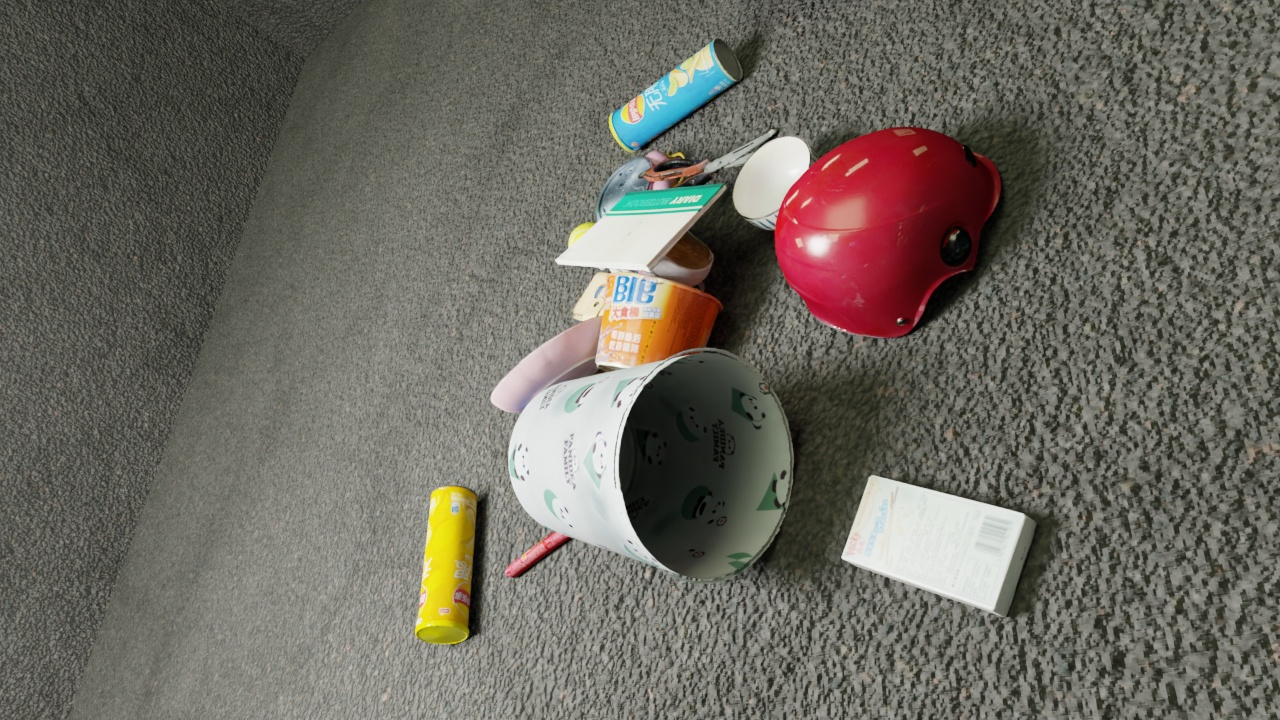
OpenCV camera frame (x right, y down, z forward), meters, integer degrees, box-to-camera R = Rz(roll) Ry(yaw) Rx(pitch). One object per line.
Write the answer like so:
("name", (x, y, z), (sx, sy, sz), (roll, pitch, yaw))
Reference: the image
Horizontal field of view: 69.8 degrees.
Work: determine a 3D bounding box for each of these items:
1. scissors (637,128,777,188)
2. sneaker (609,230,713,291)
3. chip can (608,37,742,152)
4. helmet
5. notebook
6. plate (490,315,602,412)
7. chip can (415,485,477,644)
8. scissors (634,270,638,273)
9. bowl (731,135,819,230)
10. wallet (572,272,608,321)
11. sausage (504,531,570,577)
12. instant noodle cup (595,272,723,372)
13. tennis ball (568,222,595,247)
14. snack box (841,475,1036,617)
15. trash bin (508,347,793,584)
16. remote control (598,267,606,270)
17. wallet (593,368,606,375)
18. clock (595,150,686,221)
("scissors", (0.082, -0.254, 1.233), (0.224, 0.015, 0.188), (10, 51, 41))
("sneaker", (0.030, -0.126, 1.196), (0.240, 0.118, 0.088), (-109, 38, -68))
("chip can", (0.051, -0.397, 1.386), (0.211, 0.071, 0.071), (-26, 48, 35))
("helmet", (0.239, -0.154, 0.951), (0.240, 0.144, 0.207), (-51, 36, 9))
("notebook", (-0.003, -0.166, 1.145), (0.150, 0.012, 0.209), (-48, 30, -20))
("plate", (-0.104, 0.014, 1.198), (0.193, 0.192, 0.039), (-40, 78, 23))
("chip can", (-0.269, 0.285, 1.290), (0.072, 0.072, 0.213), (-31, 44, 32))
("scissors", (-0.032, -0.085, 1.319), (0.170, 0.012, 0.144), (-41, 40, 24))
("bowl", (0.176, -0.207, 1.117), (0.117, 0.066, 0.116), (-27, 48, 35))
("wallet", (-0.050, -0.086, 1.304), (0.115, 0.024, 0.087), (17, 73, 55))
("sausage", (-0.126, 0.244, 1.196), (0.156, 0.020, 0.020), (-38, 42, 25))
("instant noodle cup", (0.016, -0.032, 1.124), (0.152, 0.151, 0.111), (6, 79, 50))
("tennis ball", (-0.076, -0.175, 1.385), (0.066, 0.065, 0.065), (-28, 47, 34))
("snack box", (0.258, 0.159, 0.807), (0.157, 0.027, 0.084), (10, 74, 51))
("trash bin", (-0.004, 0.107, 0.993), (0.252, 0.229, 0.229), (-4, 63, 54))
("remote control", (-0.028, -0.168, 1.238), (0.056, 0.020, 0.135), (-42, 16, 28))
("wallet", (-0.077, 0.005, 1.303), (0.101, 0.020, 0.115), (-37, 45, 25))
("clock", (0.007, -0.245, 1.343), (0.159, 0.059, 0.117), (-39, 40, 27))
